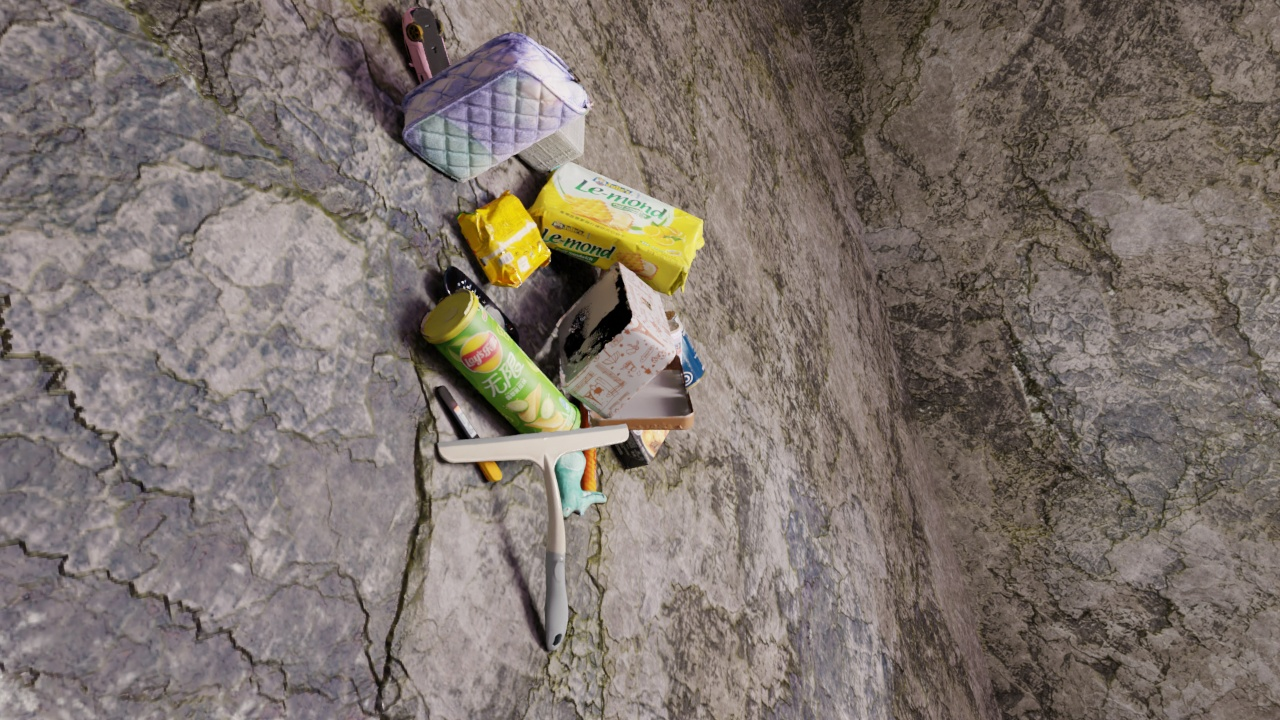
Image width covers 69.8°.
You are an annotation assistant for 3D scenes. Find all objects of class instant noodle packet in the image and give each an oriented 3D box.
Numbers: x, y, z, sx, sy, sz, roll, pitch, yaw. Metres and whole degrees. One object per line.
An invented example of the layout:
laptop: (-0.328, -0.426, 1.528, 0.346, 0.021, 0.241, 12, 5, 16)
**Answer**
instant noodle packet: (-0.168, -0.149, 1.137, 0.111, 0.044, 0.128, 59, 26, -11)

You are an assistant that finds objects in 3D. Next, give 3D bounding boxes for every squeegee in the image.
squeegee: (-0.098, 0.202, 1.017, 0.246, 0.039, 0.246, -2, 89, -37)

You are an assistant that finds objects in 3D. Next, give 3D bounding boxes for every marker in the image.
marker: (-0.188, 0.080, 1.000, 0.124, 0.015, 0.018, 61, 28, -15)

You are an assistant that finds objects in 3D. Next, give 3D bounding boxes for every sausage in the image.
sausage: (-0.069, 0.110, 1.193, 0.021, 0.021, 0.165, 36, 45, -49)

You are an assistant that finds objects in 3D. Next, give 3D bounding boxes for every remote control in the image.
remote control: (-0.189, -0.055, 1.064, 0.136, 0.024, 0.053, 50, 34, -39)

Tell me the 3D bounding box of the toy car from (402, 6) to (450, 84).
toy car: (-0.256, -0.364, 1.111, 0.056, 0.037, 0.122, -49, 130, -54)

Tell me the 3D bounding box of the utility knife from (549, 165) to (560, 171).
utility knife: (-0.103, -0.268, 1.359, 0.207, 0.013, 0.029, 23, 52, -52)

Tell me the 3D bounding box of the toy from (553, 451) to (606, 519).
toy: (-0.083, 0.151, 1.129, 0.096, 0.030, 0.091, 9, 68, -38)

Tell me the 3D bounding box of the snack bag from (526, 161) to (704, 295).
snack bag: (-0.033, -0.179, 1.259, 0.246, 0.068, 0.157, 23, 35, -4)

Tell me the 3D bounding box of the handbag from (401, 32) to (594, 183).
handbag: (-0.169, -0.288, 1.051, 0.134, 0.194, 0.075, 31, 46, -52)

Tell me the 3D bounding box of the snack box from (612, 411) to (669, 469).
snack box: (-0.011, 0.072, 1.301, 0.113, 0.053, 0.125, 62, 34, -20)

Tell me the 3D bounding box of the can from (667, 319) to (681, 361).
can: (0.035, 0.010, 1.355, 0.053, 0.053, 0.135, -52, 144, -58)

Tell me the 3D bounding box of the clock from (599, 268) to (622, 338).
clock: (-0.022, -0.092, 1.317, 0.158, 0.060, 0.117, -77, 167, -62)

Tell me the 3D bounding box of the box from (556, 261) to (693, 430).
box: (-0.006, 0.009, 1.178, 0.178, 0.153, 0.182, 36, 21, -25)

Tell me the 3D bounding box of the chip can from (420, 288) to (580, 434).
chip can: (-0.151, 0.019, 1.039, 0.221, 0.073, 0.072, 51, 34, -35)

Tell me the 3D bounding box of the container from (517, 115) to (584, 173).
container: (-0.137, -0.324, 1.243, 0.114, 0.090, 0.090, 38, 43, -47)

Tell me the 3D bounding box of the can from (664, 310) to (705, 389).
can: (0.044, -0.013, 1.416, 0.111, 0.075, 0.075, 62, 29, -19)
